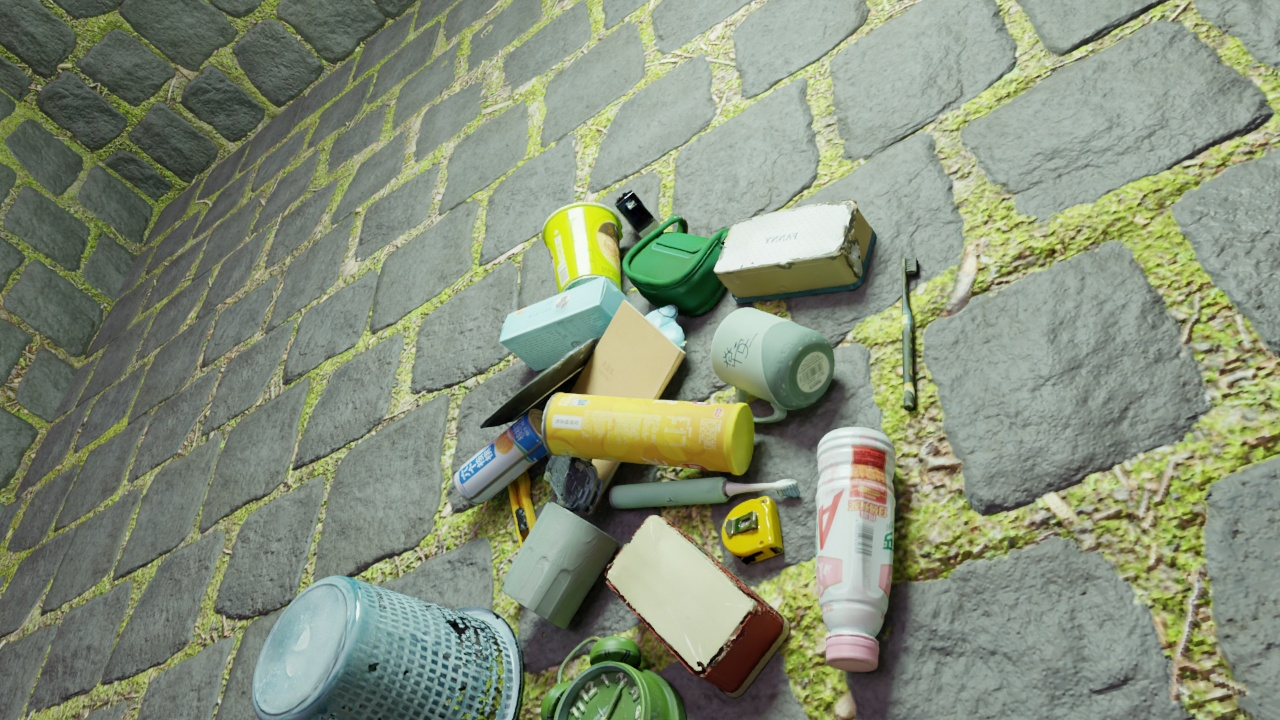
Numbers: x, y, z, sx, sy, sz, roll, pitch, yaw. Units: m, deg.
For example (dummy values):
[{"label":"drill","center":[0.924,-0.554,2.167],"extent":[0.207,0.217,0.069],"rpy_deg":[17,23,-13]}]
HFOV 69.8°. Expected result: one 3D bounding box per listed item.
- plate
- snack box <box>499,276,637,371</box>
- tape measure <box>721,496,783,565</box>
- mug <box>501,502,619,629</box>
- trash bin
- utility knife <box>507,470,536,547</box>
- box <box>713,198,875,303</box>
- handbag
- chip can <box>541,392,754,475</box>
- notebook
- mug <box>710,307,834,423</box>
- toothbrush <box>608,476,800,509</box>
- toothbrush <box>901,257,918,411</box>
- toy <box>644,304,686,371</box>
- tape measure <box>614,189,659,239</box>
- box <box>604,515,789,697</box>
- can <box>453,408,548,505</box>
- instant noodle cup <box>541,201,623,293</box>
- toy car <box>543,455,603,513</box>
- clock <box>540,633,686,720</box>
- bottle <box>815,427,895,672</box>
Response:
[{"label":"plate","center":[-0.119,0.034,1.124],"extent":[0.179,0.024,0.179],"rpy_deg":[-39,-1,-1]},{"label":"snack box","center":[-0.094,-0.045,1.191],"extent":[0.175,0.074,0.051],"rpy_deg":[-18,45,32]},{"label":"tape measure","center":[0.103,0.158,0.858],"extent":[0.057,0.029,0.059],"rpy_deg":[-26,42,26]},{"label":"mug","center":[-0.093,0.209,0.962],"extent":[0.124,0.083,0.103],"rpy_deg":[8,64,59]},{"label":"trash bin","center":[-0.265,0.323,0.926],"extent":[0.227,0.195,0.226],"rpy_deg":[-25,43,26]},{"label":"utility knife","center":[-0.132,0.188,1.067],"extent":[0.033,0.015,0.214],"rpy_deg":[-41,38,13]},{"label":"box","center":[0.164,-0.119,1.025],"extent":[0.185,0.061,0.089],"rpy_deg":[-4,54,44]},{"label":"handbag","center":[0.050,-0.122,1.127],"extent":[0.131,0.068,0.120],"rpy_deg":[20,71,50]},{"label":"chip can","center":[0.006,0.073,0.943],"extent":[0.214,0.072,0.071],"rpy_deg":[2,57,24]},{"label":"notebook","center":[-0.038,0.049,1.052],"extent":[0.212,0.012,0.149],"rpy_deg":[-60,37,11]},{"label":"mug","center":[0.132,0.012,0.928],"extent":[0.106,0.082,0.112],"rpy_deg":[26,107,51]},{"label":"toothbrush","center":[0.059,0.132,0.926],"extent":[0.225,0.027,0.026],"rpy_deg":[-11,21,38]},{"label":"toothbrush","center":[0.262,-0.030,0.889],"extent":[0.017,0.012,0.185],"rpy_deg":[-8,50,25]},{"label":"toy","center":[-0.006,0.006,1.084],"extent":[0.157,0.050,0.161],"rpy_deg":[-2,62,44]},{"label":"tape measure","center":[-0.005,-0.200,1.253],"extent":[0.033,0.066,0.065],"rpy_deg":[-39,11,4]},{"label":"box","center":[0.043,0.211,0.828],"extent":[0.091,0.077,0.168],"rpy_deg":[-51,38,-5]},{"label":"can","center":[-0.161,0.117,1.100],"extent":[0.135,0.053,0.053],"rpy_deg":[-39,38,19]},{"label":"instant noodle cup","center":[-0.072,-0.130,1.231],"extent":[0.112,0.111,0.123],"rpy_deg":[-28,50,23]},{"label":"toy car","center":[-0.075,0.128,1.019],"extent":[0.054,0.036,0.120],"rpy_deg":[-65,25,5]},{"label":"clock","center":[-0.029,0.316,0.820],"extent":[0.116,0.056,0.161],"rpy_deg":[-45,37,0]},{"label":"bottle","center":[0.178,0.155,0.763],"extent":[0.068,0.068,0.196],"rpy_deg":[-15,52,35]}]
